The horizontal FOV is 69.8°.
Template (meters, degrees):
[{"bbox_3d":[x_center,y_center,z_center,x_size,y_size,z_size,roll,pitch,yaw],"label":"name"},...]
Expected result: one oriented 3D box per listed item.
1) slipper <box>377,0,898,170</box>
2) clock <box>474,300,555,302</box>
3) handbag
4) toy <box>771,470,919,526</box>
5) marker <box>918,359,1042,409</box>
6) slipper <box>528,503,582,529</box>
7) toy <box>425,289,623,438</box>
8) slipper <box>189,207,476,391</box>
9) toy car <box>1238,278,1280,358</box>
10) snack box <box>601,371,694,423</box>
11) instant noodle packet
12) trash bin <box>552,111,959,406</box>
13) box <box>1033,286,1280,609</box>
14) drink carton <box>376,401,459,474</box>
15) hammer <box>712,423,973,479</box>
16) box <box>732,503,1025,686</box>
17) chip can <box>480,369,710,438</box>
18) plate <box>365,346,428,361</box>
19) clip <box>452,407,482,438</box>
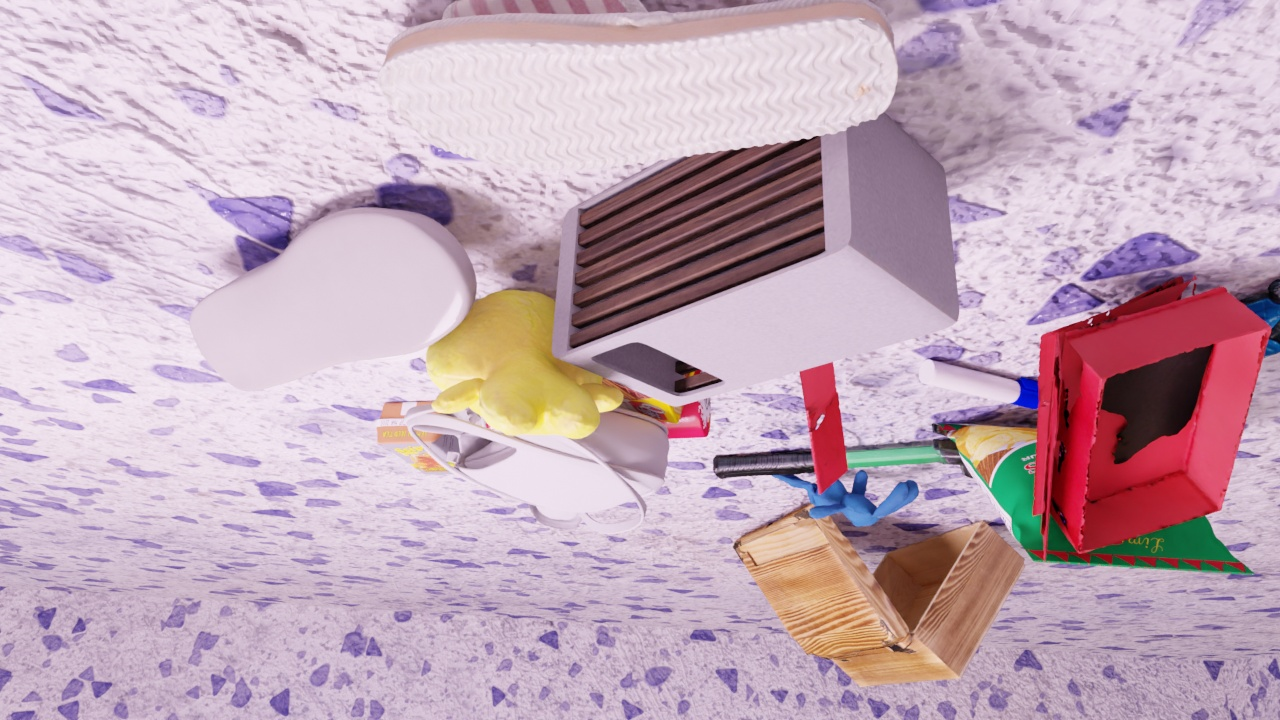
[{"bbox_3d":[-0.005,-0.153,0.468,0.263,0.052,0.115,1,155,15],"label":"slipper"},{"bbox_3d":[-0.106,-0.024,0.796,0.095,0.035,0.122,-15,152,34],"label":"clock"},{"bbox_3d":[-0.107,0.086,0.814,0.222,0.095,0.216,18,154,-28],"label":"handbag"},{"bbox_3d":[0.263,0.173,1.169,0.177,0.071,0.112,3,174,34],"label":"toy"},{"bbox_3d":[0.326,0.022,0.872,0.133,0.023,0.027,12,134,-21],"label":"marker"},{"bbox_3d":[-0.089,0.121,1.081,0.112,0.074,0.247,-2,147,-6],"label":"slipper"},{"bbox_3d":[-0.085,0.008,0.665,0.133,0.207,0.092,6,113,-19],"label":"toy"},{"bbox_3d":[-0.228,-0.050,0.704,0.266,0.080,0.113,-19,107,27],"label":"slipper"},{"bbox_3d":[0.478,-0.025,0.719,0.056,0.043,0.120,16,153,-27],"label":"toy car"},{"bbox_3d":[-0.005,0.005,0.800,0.084,0.061,0.106,12,160,17],"label":"snack box"},{"bbox_3d":[0.427,0.126,0.898,0.195,0.252,0.090,4,113,-3],"label":"instant noodle packet"},{"bbox_3d":[0.065,-0.062,0.587,0.229,0.114,0.114,-19,149,41],"label":"trash bin"},{"bbox_3d":[0.393,0.078,0.693,0.165,0.153,0.214,-19,128,-3],"label":"box"},{"bbox_3d":[-0.245,0.092,1.064,0.076,0.048,0.125,-2,156,11],"label":"drink carton"},{"bbox_3d":[0.242,0.119,1.099,0.319,0.032,0.130,-6,156,22],"label":"hammer"},{"bbox_3d":[0.341,0.334,1.442,0.334,0.285,0.280,42,152,-1],"label":"box"},{"bbox_3d":[-0.043,0.048,0.916,0.221,0.069,0.069,-4,156,14],"label":"chip can"},{"bbox_3d":[-0.257,-0.022,0.849,0.134,0.011,0.135,2,157,1],"label":"plate"},{"bbox_3d":[-0.192,0.069,1.037,0.058,0.052,0.102,27,164,18],"label":"clip"}]
